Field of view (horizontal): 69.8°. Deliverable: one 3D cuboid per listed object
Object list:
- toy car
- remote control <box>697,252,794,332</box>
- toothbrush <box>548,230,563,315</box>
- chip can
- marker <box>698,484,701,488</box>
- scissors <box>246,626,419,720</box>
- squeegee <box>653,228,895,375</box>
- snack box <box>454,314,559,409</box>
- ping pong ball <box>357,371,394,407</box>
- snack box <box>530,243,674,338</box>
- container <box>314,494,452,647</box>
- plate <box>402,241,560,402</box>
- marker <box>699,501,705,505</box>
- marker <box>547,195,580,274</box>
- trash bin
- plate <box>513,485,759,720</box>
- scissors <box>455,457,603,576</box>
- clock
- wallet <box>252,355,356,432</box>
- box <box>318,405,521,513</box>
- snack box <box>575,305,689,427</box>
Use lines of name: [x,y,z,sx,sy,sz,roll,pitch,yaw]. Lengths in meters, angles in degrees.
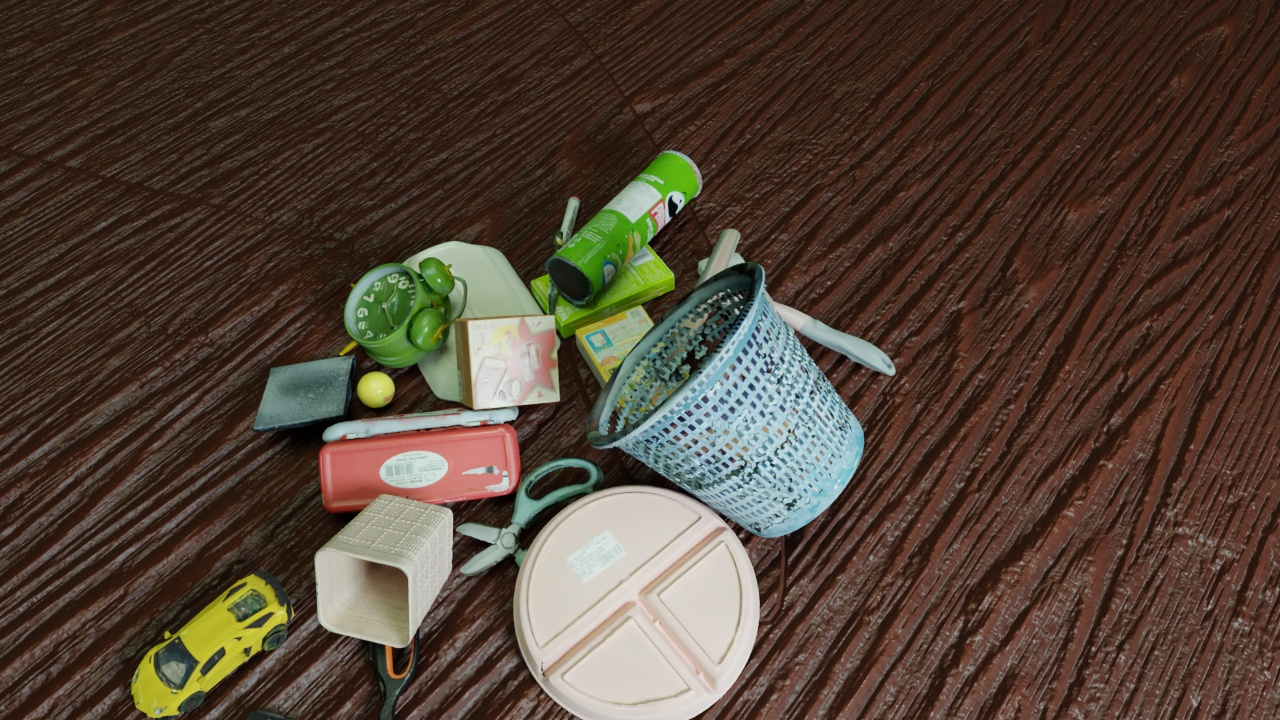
toy car: [-0.393,0.261,0.841,0.071,0.041,0.155,37,63,27]
remote control: [0.124,-0.072,1.098,0.058,0.021,0.150,-15,53,-19]
toothbrush: [-0.106,-0.090,1.091,0.012,0.017,0.185,-26,44,30]
chip can: [-0.018,-0.165,1.112,0.072,0.072,0.235,28,56,22]
marker: [0.104,0.096,0.970,0.123,0.018,0.015,-38,55,-23]
scissors: [-0.235,0.320,0.801,0.234,0.022,0.220,3,53,6]
squeegee: [0.175,-0.041,1.038,0.249,0.040,0.246,22,51,5]
snack box: [-0.143,-0.001,0.979,0.094,0.077,0.093,-5,95,-21]
ping pong ball: [-0.294,0.033,1.019,0.040,0.040,0.040,-1,51,1]
snack box: [-0.046,-0.092,1.118,0.156,0.026,0.085,-25,54,-18]
container: [-0.229,0.187,0.845,0.090,0.090,0.110,10,24,10]
plate: [-0.204,-0.058,1.092,0.161,0.034,0.265,-23,54,-16]
marker: [0.069,0.192,0.896,0.018,0.015,0.124,-10,53,-4]
marker: [-0.097,-0.159,1.180,0.017,0.017,0.145,6,52,6]
trash bin: [0.094,0.054,0.869,0.195,0.227,0.225,43,56,-14]
plate: [-0.004,0.219,0.847,0.229,0.028,0.229,-1,61,1]
scissors: [-0.085,0.182,0.895,0.170,0.019,0.181,-34,69,-18]
clock: [-0.264,-0.057,1.038,0.161,0.056,0.116,-10,64,21]
wallet: [-0.369,0.037,1.014,0.097,0.019,0.120,-10,33,-4]
box: [-0.227,0.099,0.967,0.201,0.100,0.102,-6,90,-4]
snack box: [-0.006,0.006,1.036,0.086,0.034,0.140,-23,53,-16]
